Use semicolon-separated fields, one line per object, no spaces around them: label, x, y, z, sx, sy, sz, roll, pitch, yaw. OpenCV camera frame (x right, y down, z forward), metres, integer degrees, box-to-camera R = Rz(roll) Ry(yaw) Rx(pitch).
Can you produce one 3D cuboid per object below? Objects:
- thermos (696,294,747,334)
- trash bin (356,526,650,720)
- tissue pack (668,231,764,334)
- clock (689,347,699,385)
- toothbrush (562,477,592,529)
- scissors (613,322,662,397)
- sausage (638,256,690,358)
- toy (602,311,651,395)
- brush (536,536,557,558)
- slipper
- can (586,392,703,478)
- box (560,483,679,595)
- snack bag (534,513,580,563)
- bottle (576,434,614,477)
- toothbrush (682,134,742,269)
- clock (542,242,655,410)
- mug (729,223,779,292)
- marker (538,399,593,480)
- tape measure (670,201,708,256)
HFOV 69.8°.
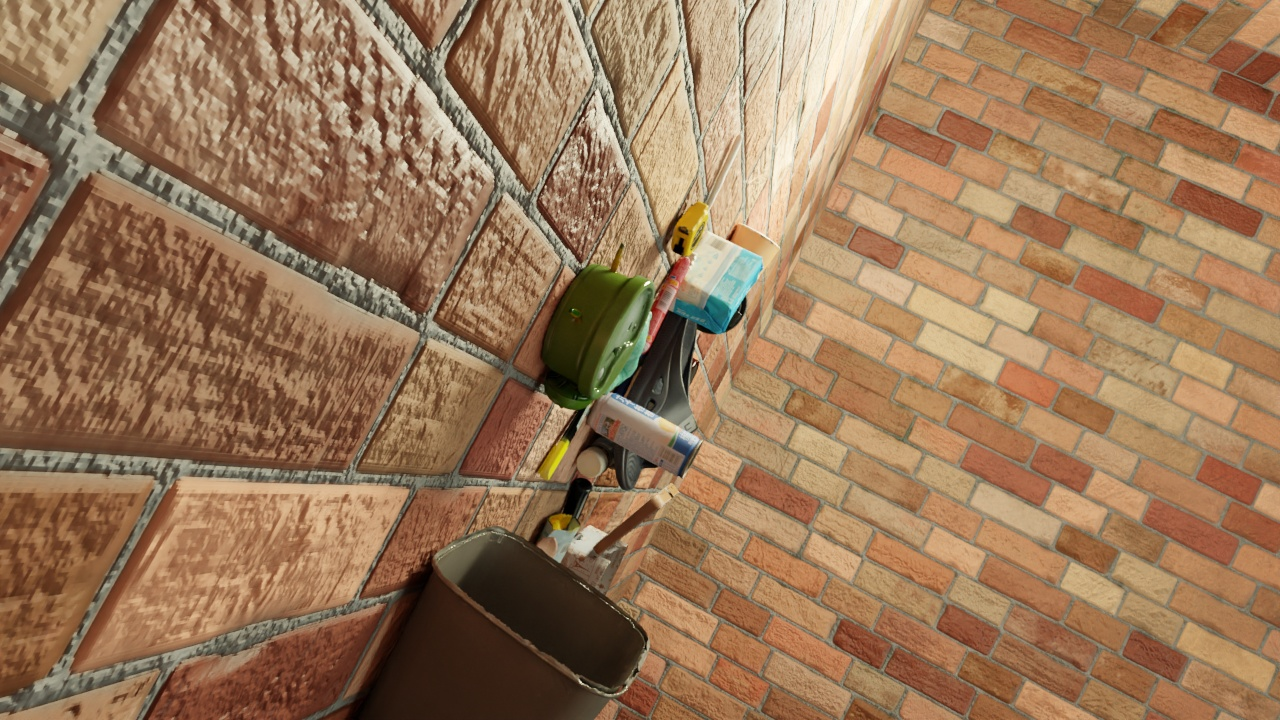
thermos;0.109;-0.089;1.334;0.093;0.093;0.143;-65;177;10
trash bin;-0.135;0.300;0.822;0.220;0.198;0.199;-58;171;5
tissue pack;0.099;-0.103;1.217;0.139;0.090;0.063;-56;168;-36
clock;0.043;0.028;1.383;0.121;0.055;0.082;-50;164;-47
toothbrush;-0.110;0.249;1.263;0.026;0.027;0.213;-115;-140;-51
scissors;-0.006;0.004;1.192;0.162;0.012;0.176;-62;171;-14
sausage;0.026;-0.068;1.123;0.020;0.020;0.155;93;22;-67
toy;-0.018;-0.003;1.062;0.096;0.030;0.092;-49;161;-45
brush;-0.137;0.257;1.032;0.073;0.063;0.145;-57;176;33
slipper;0.040;0.047;1.204;0.111;0.083;0.267;66;42;-60
can;0.005;0.088;1.107;0.053;0.134;0.053;-59;170;-18
box;-0.051;0.297;1.453;0.272;0.106;0.177;-52;171;6
snack bag;-0.141;0.289;1.182;0.191;0.039;0.110;-62;176;6
bottle;-0.034;0.111;1.237;0.194;0.044;0.080;-35;143;-68
toothbrush;0.091;-0.196;1.143;0.180;0.016;0.016;-67;172;21
clock;-0.040;-0.019;0.821;0.115;0.056;0.162;-55;167;-36
mug;0.159;-0.147;1.472;0.123;0.078;0.078;-59;170;4
marker;-0.079;0.079;1.013;0.123;0.015;0.018;-61;171;-30
tape measure;0.053;-0.148;1.039;0.059;0.029;0.057;-55;167;-38
